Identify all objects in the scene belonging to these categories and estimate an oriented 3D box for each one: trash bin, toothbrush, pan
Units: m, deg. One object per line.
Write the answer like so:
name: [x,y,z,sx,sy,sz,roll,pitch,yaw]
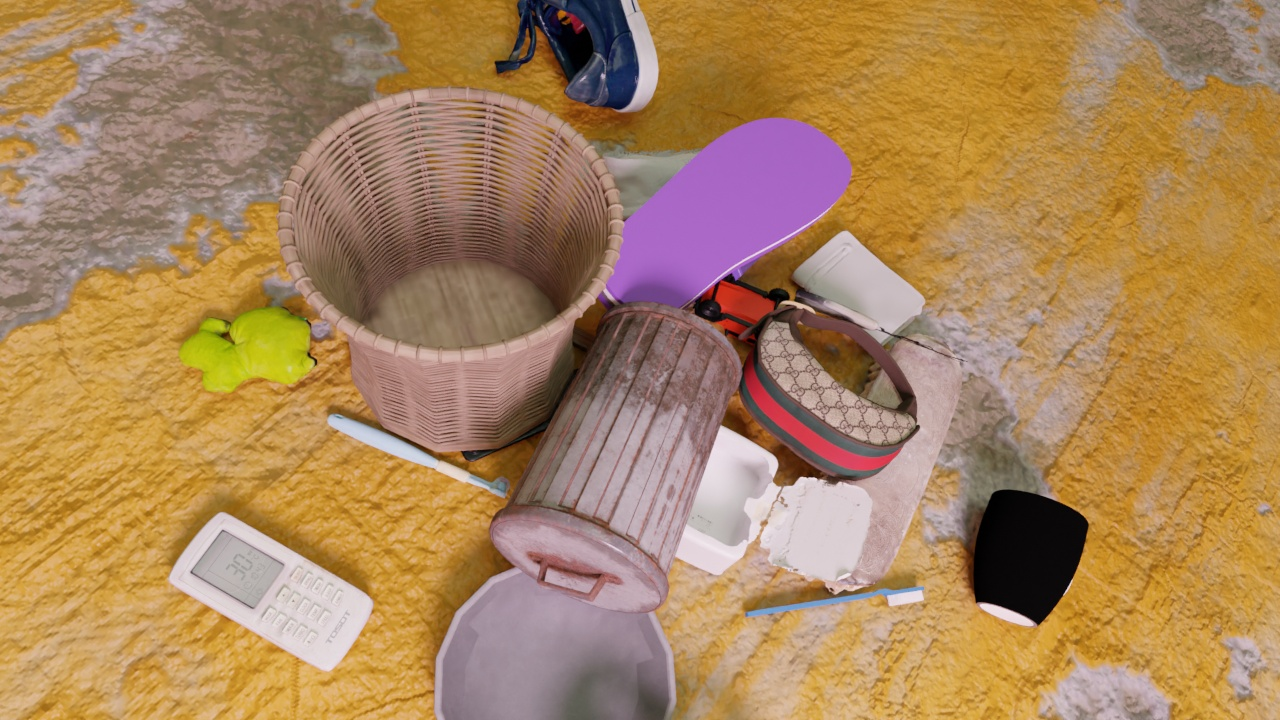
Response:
trash bin: [-0.014,0.075,0.673,0.131,0.131,0.210,26,58,-3]
toothbrush: [-0.005,0.005,0.823,0.167,0.016,0.016,27,62,-2]
pan: [-0.076,0.317,0.639,0.178,0.041,0.356,13,62,-10]
toothbrush: [-0.178,0.076,0.739,0.155,0.016,0.022,23,28,-5]
toothbrush: [0.167,0.207,0.776,0.166,0.016,0.014,-4,70,-17]

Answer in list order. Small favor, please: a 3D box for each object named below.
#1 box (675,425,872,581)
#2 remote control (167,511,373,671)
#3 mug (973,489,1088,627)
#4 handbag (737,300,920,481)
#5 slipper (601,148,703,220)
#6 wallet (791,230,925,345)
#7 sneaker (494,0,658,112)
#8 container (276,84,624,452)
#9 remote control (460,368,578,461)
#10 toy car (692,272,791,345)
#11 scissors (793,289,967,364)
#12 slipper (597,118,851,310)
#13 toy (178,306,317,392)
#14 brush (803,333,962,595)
box: [0.090,0.125,0.760,0.190,0.083,0.110,19,62,12]
remote control: [-0.266,0.167,0.664,0.138,0.025,0.060,30,61,-1]
mug: [0.346,0.184,0.811,0.119,0.085,0.100,36,70,-32]
handbag: [0.163,0.018,0.791,0.166,0.063,0.138,37,48,11]
slipper: [0.081,-0.173,0.901,0.246,0.075,0.112,-8,37,-22]
wallet: [0.214,-0.068,0.910,0.086,0.032,0.116,-33,69,-23]
sneaker: [-0.089,-0.381,0.933,0.127,0.121,0.294,-7,70,-33]
container: [-0.136,-0.054,0.695,0.227,0.197,0.226,4,61,-7]
remote control: [-0.086,0.042,0.780,0.151,0.020,0.041,-22,74,-23]
toy car: [0.095,-0.046,0.857,0.100,0.049,0.051,22,61,-5]
scissors: [0.217,-0.032,0.851,0.169,0.132,0.012,21,92,-21]
slipper: [0.062,-0.112,0.802,0.265,0.084,0.107,-39,83,-25]
toy: [-0.309,-0.009,0.731,0.094,0.036,0.093,41,66,12]
brush: [0.217,0.085,0.825,0.083,0.057,0.270,31,60,2]
